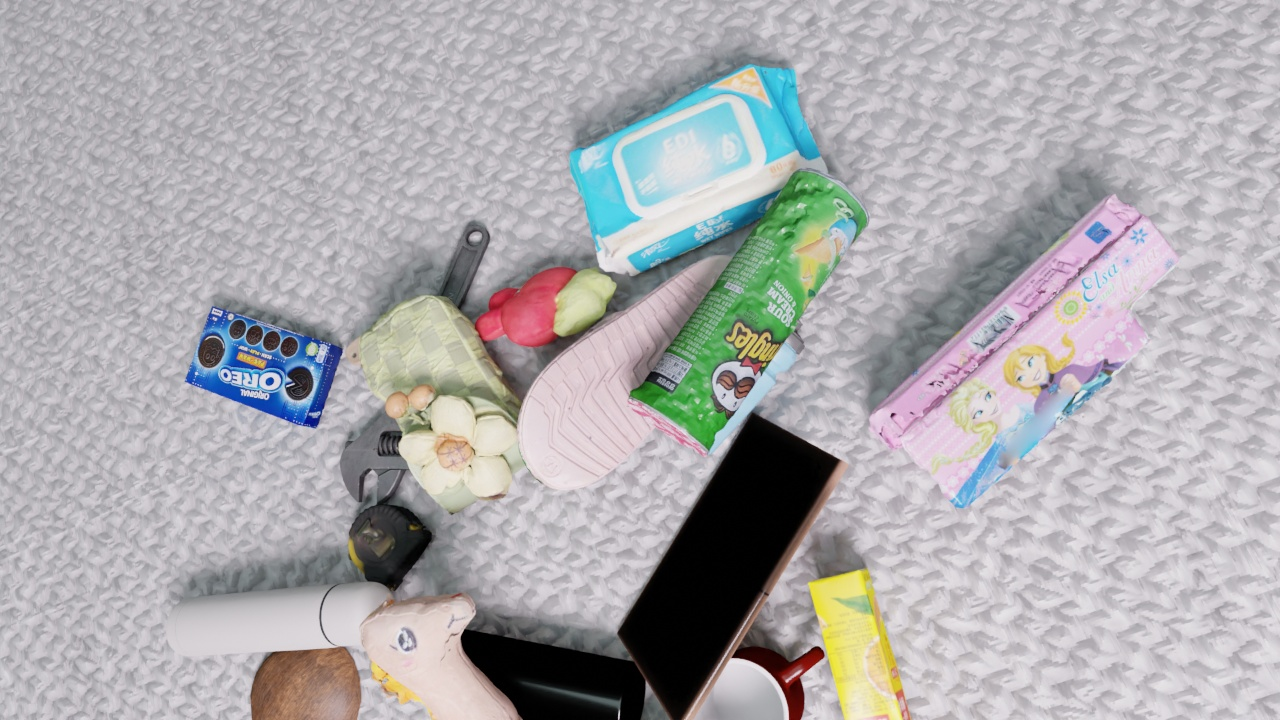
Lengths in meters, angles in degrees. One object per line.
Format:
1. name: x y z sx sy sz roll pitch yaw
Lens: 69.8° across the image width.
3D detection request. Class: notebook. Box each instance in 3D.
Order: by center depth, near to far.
1. notebook: 0.060 0.145 0.673 0.008 0.141 0.209 32 90 -21

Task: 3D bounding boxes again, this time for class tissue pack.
1. tissue pack: 0.047 -0.160 0.766 0.209 0.066 0.117 -22 73 10

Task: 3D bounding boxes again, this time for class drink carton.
1. drink carton: 0.159 0.220 0.654 0.043 0.058 0.134 -18 75 16

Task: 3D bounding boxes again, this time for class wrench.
1. wrench: -0.199 0.002 0.835 0.073 0.018 0.273 21 84 11

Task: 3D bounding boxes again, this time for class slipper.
1. slipper: -0.004 0.004 0.738 0.239 0.064 0.094 -40 97 -14

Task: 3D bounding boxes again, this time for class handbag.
1. handbag: -0.166 0.037 0.757 0.113 0.116 0.186 -36 88 10

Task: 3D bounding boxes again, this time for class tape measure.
1. tape measure: -0.222 0.157 0.801 0.062 0.038 0.067 40 93 21

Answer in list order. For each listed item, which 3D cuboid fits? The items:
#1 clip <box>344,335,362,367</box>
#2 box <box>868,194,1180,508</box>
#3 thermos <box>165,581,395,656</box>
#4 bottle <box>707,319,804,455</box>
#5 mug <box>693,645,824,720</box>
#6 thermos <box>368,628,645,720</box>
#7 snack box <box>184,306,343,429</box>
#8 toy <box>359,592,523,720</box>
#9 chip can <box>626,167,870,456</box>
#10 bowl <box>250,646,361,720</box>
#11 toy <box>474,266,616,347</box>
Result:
1. clip: -0.247 -0.019 0.843 0.061 0.043 0.025 -47 71 9
2. box: 0.277 0.000 0.648 0.230 0.085 0.096 -43 72 5
3. thermos: -0.310 0.224 0.793 0.225 0.052 0.052 -11 76 23
4. bottle: 0.082 0.016 0.730 0.040 0.040 0.130 43 94 21
5. mug: 0.089 0.238 0.660 0.106 0.082 0.073 -39 70 7
6. thermos: -0.114 0.252 0.734 0.232 0.061 0.061 5 80 19
7. snack box: -0.363 0.006 0.883 0.150 0.027 0.082 15 85 20
8. toy: -0.134 0.301 0.682 0.196 0.065 0.264 -40 96 12
9. chip can: 0.083 -0.038 0.684 0.075 0.075 0.223 33 81 21
10. bowl: -0.301 0.296 0.804 0.114 0.026 0.102 -20 74 13
11. toy: -0.084 -0.045 0.783 0.135 0.045 0.091 -9 36 28
